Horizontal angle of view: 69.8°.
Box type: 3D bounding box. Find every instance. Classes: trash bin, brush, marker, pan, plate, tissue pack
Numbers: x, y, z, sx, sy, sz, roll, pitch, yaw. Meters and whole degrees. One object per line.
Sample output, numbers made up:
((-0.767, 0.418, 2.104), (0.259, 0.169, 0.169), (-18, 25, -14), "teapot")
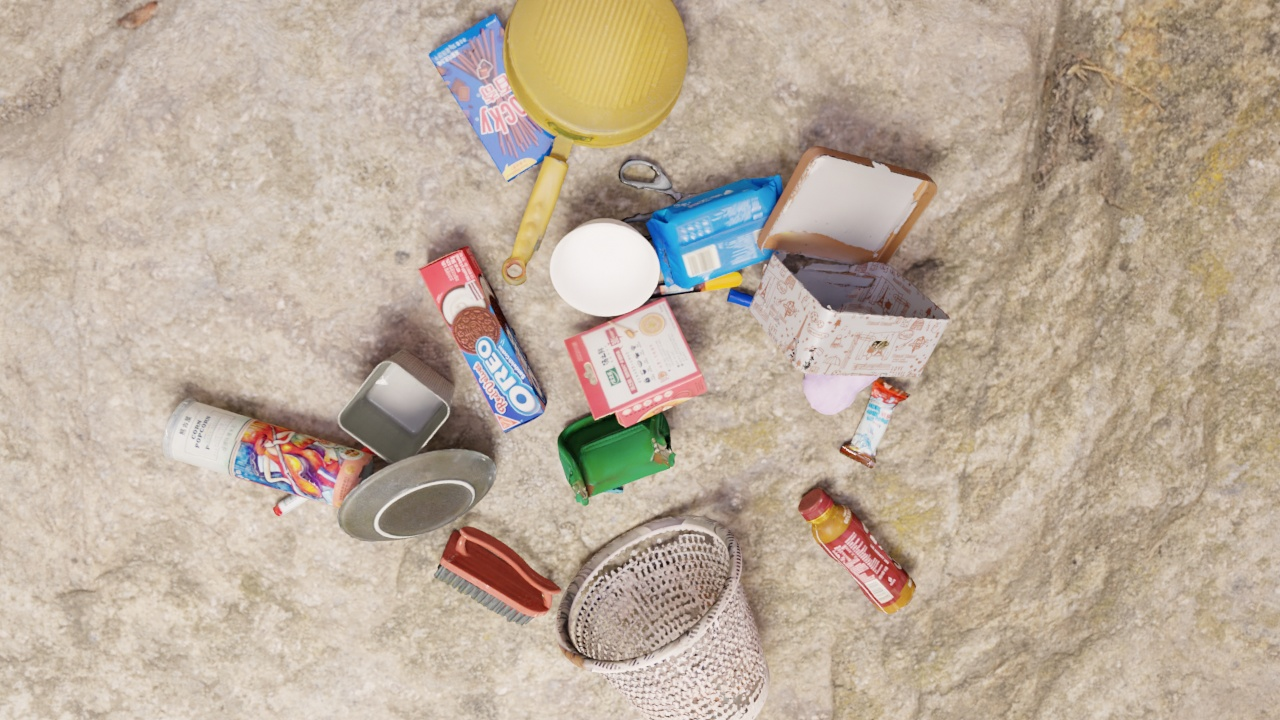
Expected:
((0.046, 0.322, 1.048), (0.227, 0.227, 0.192), (-29, 114, 0), "trash bin")
((-0.165, 0.254, 1.078), (0.146, 0.063, 0.069), (36, 109, -12), "brush")
((-0.362, 0.137, 1.063), (0.145, 0.017, 0.017), (-33, 102, 2), "marker")
((-0.075, -0.250, 0.975), (0.197, 0.078, 0.357), (20, 83, -9), "pan")
((0.172, -0.055, 1.068), (0.146, 0.017, 0.017), (17, 98, -3), "marker")
((-0.240, 0.157, 1.011), (0.179, 0.179, 0.024), (-31, 61, 1), "plate")
((0.056, -0.086, 1.060), (0.124, 0.015, 0.018), (-9, 100, -1), "marker")
((0.090, -0.145, 1.024), (0.157, 0.052, 0.095), (-20, 123, -1), "tissue pack")

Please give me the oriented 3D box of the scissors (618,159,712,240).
((0.050, -0.182, 1.042), (0.159, 0.014, 0.170), (-45, 102, 3), "scissors")

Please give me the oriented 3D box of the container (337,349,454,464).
((-0.260, 0.047, 1.005), (0.090, 0.114, 0.090), (40, 95, -10), "container")

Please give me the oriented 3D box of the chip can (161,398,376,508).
((-0.406, 0.106, 1.015), (0.214, 0.071, 0.071), (17, 98, -3), "chip can")

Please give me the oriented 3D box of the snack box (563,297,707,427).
((-0.006, 0.006, 1.026), (0.127, 0.044, 0.113), (-23, 60, 0), "snack box")

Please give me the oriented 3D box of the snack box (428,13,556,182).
((-0.152, -0.283, 0.998), (0.084, 0.026, 0.157), (-32, 102, 0), "snack box")

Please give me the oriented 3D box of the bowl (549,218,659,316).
((-0.039, -0.115, 1.012), (0.118, 0.064, 0.118), (0, 129, 0), "bowl")

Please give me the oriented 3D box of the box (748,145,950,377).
((0.240, -0.104, 0.973), (0.182, 0.157, 0.193), (2, 126, -29), "box")

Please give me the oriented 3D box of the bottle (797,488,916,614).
((0.260, 0.229, 1.114), (0.057, 0.057, 0.175), (-42, 101, 3), "bottle")

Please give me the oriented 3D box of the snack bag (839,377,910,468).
((0.282, 0.076, 1.104), (0.048, 0.026, 0.104), (26, 97, 3), "snack bag")

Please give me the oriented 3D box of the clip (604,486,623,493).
((-0.048, 0.148, 1.095), (0.057, 0.015, 0.049), (-3, 103, -4), "clip")

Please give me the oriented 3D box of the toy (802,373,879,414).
((0.239, 0.016, 1.083), (0.108, 0.039, 0.084), (-43, 83, 4), "toy")

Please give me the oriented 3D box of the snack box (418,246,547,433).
((-0.173, -0.023, 1.029), (0.057, 0.058, 0.207), (-25, 102, 2), "snack box")

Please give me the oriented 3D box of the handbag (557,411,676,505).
((-0.026, 0.103, 1.035), (0.131, 0.120, 0.068), (-21, 107, -3), "handbag")
